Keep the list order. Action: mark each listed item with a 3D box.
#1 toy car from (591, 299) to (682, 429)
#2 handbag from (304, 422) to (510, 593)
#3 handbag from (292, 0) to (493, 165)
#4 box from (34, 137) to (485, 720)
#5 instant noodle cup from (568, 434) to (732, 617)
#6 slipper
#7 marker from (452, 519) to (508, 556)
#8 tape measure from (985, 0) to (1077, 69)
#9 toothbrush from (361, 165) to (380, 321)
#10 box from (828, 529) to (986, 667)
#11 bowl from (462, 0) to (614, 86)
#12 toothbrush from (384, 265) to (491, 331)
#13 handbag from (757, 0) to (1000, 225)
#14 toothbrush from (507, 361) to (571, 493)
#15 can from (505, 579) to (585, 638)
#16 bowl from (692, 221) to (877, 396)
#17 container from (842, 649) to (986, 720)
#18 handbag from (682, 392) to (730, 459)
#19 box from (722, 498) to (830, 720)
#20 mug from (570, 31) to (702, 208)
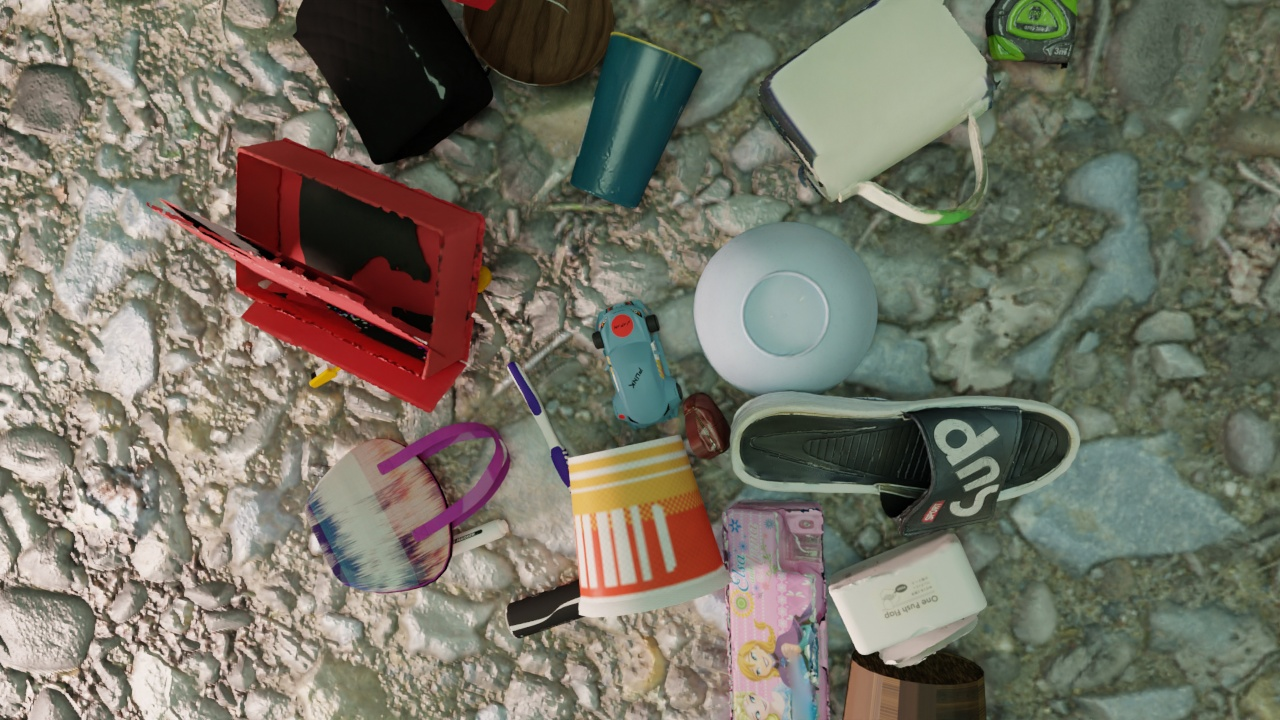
[{"bbox_3d":[-0.005,0.004,0.768,0.060,0.027,0.108,-17,92,9],"label":"toy car"},{"bbox_3d":[-0.191,0.114,0.789,0.170,0.068,0.144,-33,72,1],"label":"handbag"},{"bbox_3d":[-0.198,-0.251,0.759,0.125,0.114,0.153,-32,93,33],"label":"handbag"},{"bbox_3d":[-0.288,0.042,0.731,0.213,0.128,0.425,24,88,18],"label":"box"},{"bbox_3d":[-0.001,0.128,0.738,0.123,0.123,0.121,-13,85,9],"label":"instant noodle cup"},{"bbox_3d":[0.201,0.080,0.707,0.264,0.063,0.111,5,124,5],"label":"slipper"},{"bbox_3d":[-0.177,0.170,0.813,0.134,0.017,0.020,-22,64,10],"label":"marker"},{"bbox_3d":[0.297,-0.257,0.699,0.065,0.035,0.059,9,105,4],"label":"tape measure"},{"bbox_3d":[-0.235,-0.101,0.801,0.021,0.017,0.135,-1,97,12],"label":"toothbrush"},{"bbox_3d":[0.215,0.200,0.716,0.108,0.102,0.102,-22,81,9],"label":"box"},{"bbox_3d":[-0.082,-0.270,0.743,0.119,0.032,0.119,1,80,-7],"label":"bowl"},{"bbox_3d":[-0.211,-0.027,0.797,0.197,0.031,0.030,-30,59,13],"label":"toothbrush"},{"bbox_3d":[0.193,-0.171,0.692,0.151,0.074,0.176,-33,71,8],"label":"handbag"},{"bbox_3d":[-0.069,0.084,0.792,0.016,0.015,0.186,-25,90,5],"label":"toothbrush"},{"bbox_3d":[-0.075,0.214,0.795,0.080,0.031,0.031,-21,92,9],"label":"can"},{"bbox_3d":[0.114,-0.037,0.724,0.151,0.074,0.150,1,95,7],"label":"bowl"},{"bbox_3d":[0.213,0.321,0.720,0.132,0.132,0.167,3,89,8],"label":"container"},{"bbox_3d":[0.049,0.057,0.719,0.029,0.119,0.055,-31,90,9],"label":"handbag"},{"bbox_3d":[0.113,0.233,0.754,0.085,0.063,0.230,-2,95,8],"label":"box"},{"bbox_3d":[-0.009,-0.188,0.732,0.078,0.078,0.121,24,103,6],"label":"mug"}]
